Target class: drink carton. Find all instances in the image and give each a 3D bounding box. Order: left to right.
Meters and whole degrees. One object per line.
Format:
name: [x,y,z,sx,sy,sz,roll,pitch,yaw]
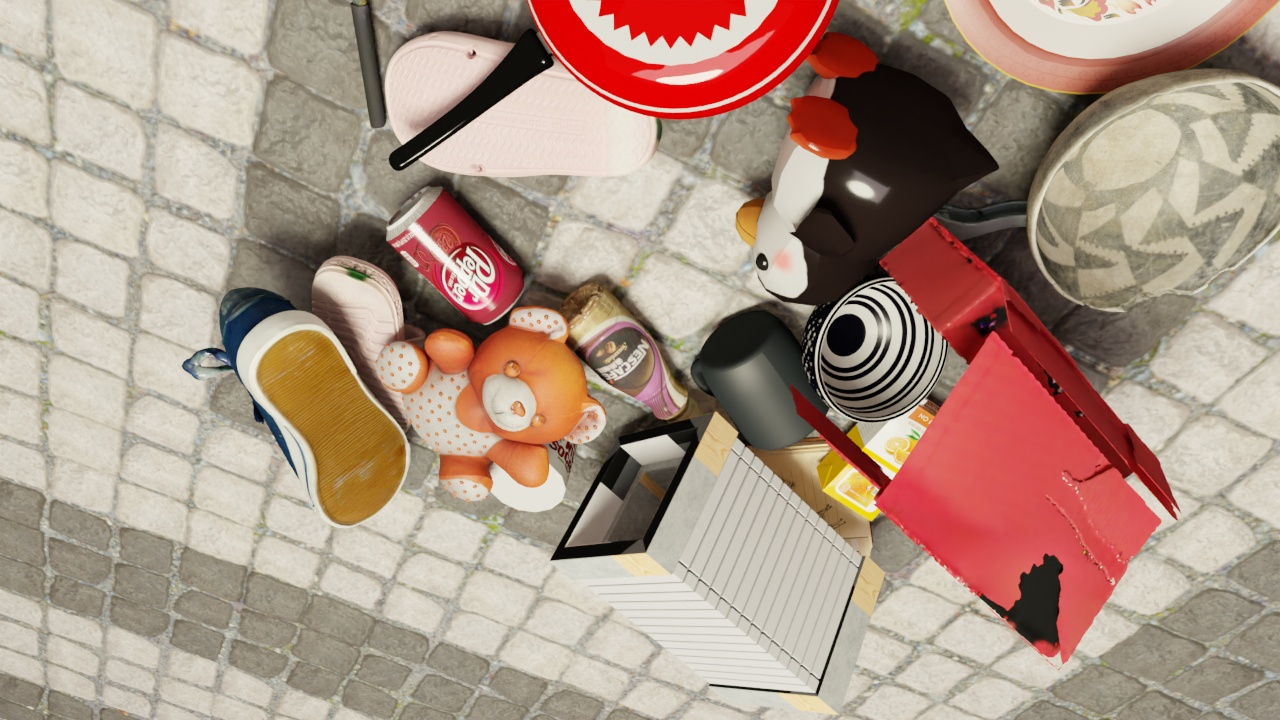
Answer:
drink carton: [0.224,0.080,0.833,0.058,0.040,0.123,32,113,-13]

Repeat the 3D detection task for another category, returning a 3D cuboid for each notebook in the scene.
notebook: [0.118,0.152,0.937,0.226,0.024,0.168,-5,126,14]

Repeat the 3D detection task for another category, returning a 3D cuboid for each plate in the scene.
plate: [0.299,-0.278,0.563,0.230,0.021,0.230,5,129,6]

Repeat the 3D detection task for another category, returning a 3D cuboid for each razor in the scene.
razor: [-0.204,-0.240,0.682,0.043,0.022,0.144,9,129,4]

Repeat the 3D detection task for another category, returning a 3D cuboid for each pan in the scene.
pan: [-0.036,-0.222,0.591,0.357,0.067,0.209,-31,98,16]

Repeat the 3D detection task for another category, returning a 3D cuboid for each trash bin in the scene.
trash bin: [0.075,0.190,0.838,0.247,0.142,0.143,43,146,-21]

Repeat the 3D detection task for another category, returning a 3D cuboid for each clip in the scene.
clip: [0.278,-0.102,0.705,0.173,0.030,0.159,37,123,-21]

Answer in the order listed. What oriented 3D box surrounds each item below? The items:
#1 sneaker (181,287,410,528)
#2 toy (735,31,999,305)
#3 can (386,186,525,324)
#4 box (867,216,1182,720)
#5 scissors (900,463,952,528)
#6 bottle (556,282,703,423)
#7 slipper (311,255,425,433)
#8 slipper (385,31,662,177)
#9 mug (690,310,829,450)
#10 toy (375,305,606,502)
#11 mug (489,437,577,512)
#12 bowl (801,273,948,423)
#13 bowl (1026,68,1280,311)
sneaker: [-0.304,0.044,0.827,0.127,0.120,0.295,38,153,31]
toy: [0.147,-0.108,0.657,0.140,0.158,0.184,22,146,-1]
can: [-0.154,-0.087,0.768,0.063,0.063,0.114,-29,118,28]
box: [0.263,0.052,0.613,0.211,0.317,0.121,41,131,-24]
scissors: [0.266,0.115,0.885,0.123,0.019,0.149,1,126,10]
bottle: [-0.005,0.005,0.818,0.060,0.059,0.166,-29,121,28]
slipper: [-0.248,-0.018,0.840,0.094,0.064,0.240,17,142,1]
slipper: [-0.090,-0.189,0.681,0.222,0.055,0.107,10,128,14]
mug: [0.093,0.015,0.804,0.122,0.085,0.094,0,134,48]
toy: [-0.123,0.035,0.776,0.173,0.092,0.164,-19,106,22]
mug: [-0.115,0.085,0.881,0.105,0.089,0.074,7,129,4]
bowl: [0.183,-0.015,0.757,0.120,0.066,0.120,-5,106,-16]
bowl: [0.348,-0.128,0.633,0.178,0.081,0.179,-2,133,-3]
